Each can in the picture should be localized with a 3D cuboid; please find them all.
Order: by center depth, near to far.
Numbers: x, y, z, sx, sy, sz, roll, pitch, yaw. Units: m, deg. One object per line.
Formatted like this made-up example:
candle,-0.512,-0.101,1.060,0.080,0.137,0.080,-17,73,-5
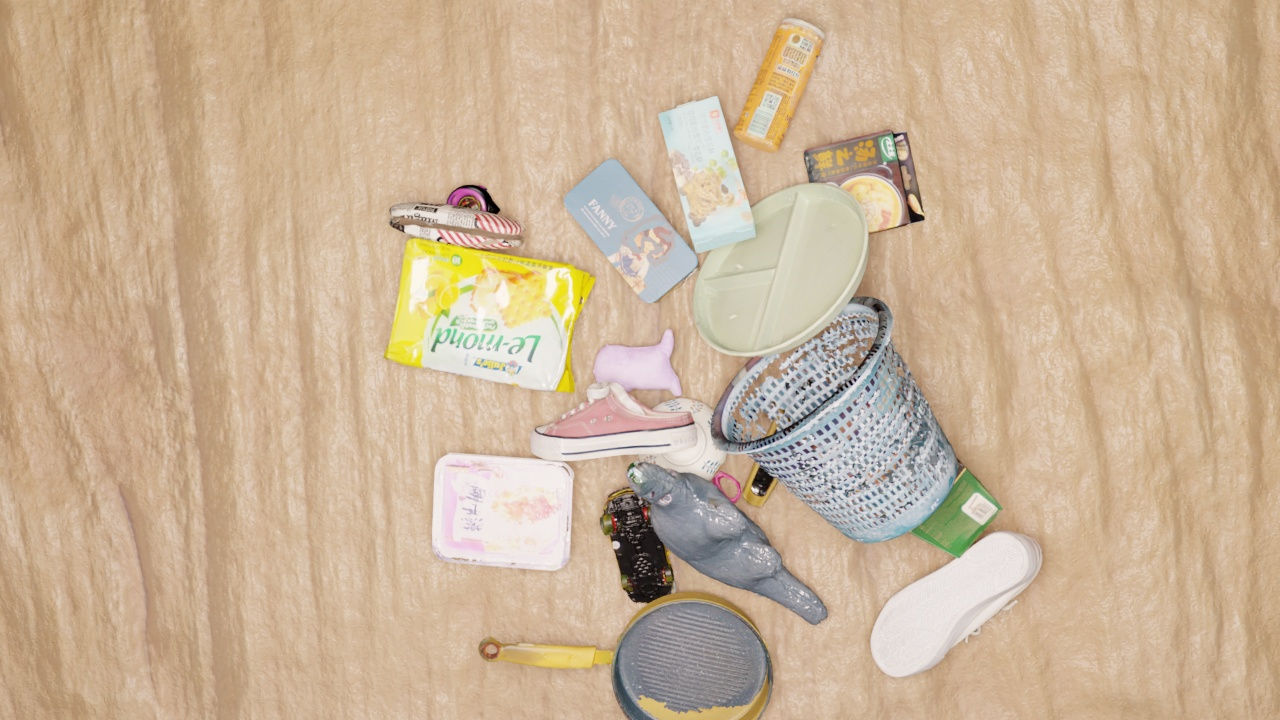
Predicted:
can,0.163,-0.323,1.083,0.058,0.058,0.146,24,95,4

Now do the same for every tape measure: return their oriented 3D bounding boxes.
tape measure,-0.210,-0.189,1.138,0.058,0.039,0.057,44,105,-5

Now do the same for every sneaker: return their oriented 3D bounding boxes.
sneaker,-0.038,0.067,1.075,0.242,0.118,0.088,-8,90,41
sneaker,0.377,0.287,1.096,0.243,0.090,0.089,-49,57,24

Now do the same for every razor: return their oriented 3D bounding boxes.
razor,0.170,0.100,1.108,0.062,0.067,0.167,25,102,3

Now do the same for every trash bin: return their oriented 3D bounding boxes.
trash bin,0.220,0.078,0.974,0.227,0.226,0.195,-40,107,6

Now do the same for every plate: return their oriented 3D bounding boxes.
plate,0.157,-0.100,1.039,0.230,0.230,0.027,-48,129,6

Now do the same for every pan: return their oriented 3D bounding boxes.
pan,-0.016,0.370,1.119,0.357,0.078,0.198,11,99,2

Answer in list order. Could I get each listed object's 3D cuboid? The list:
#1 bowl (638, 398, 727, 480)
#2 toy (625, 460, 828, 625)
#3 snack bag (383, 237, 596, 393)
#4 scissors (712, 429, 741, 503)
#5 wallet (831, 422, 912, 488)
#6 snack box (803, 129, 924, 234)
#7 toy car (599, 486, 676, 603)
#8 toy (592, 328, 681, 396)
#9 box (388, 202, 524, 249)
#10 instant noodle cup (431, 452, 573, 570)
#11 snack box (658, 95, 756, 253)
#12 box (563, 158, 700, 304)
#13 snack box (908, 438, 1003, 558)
bowl,0.050,0.100,1.108,0.113,0.062,0.113,0,84,4
toy,0.085,0.202,1.071,0.356,0.138,0.091,43,78,-32
snack bag,-0.188,-0.057,1.129,0.246,0.068,0.158,11,94,5
scissors,0.072,0.129,1.142,0.133,0.017,0.133,-36,85,3
wallet,0.260,0.096,1.099,0.106,0.040,0.133,32,96,-21
snack box,0.266,-0.207,1.088,0.126,0.053,0.113,-12,92,11
toy car,-0.002,0.232,1.139,0.071,0.041,0.156,-14,107,6
toy,-0.007,0.007,1.129,0.108,0.039,0.084,-4,98,12
box,-0.218,-0.156,1.094,0.164,0.072,0.060,12,87,7
instant noodle cup,-0.167,0.185,1.146,0.173,0.060,0.138,4,94,7
snack box,0.078,-0.218,1.077,0.074,0.051,0.174,-16,73,7
box,-0.013,-0.158,1.110,0.090,0.062,0.184,-42,90,6
snack box,0.348,0.160,1.067,0.105,0.117,0.118,37,99,-2
